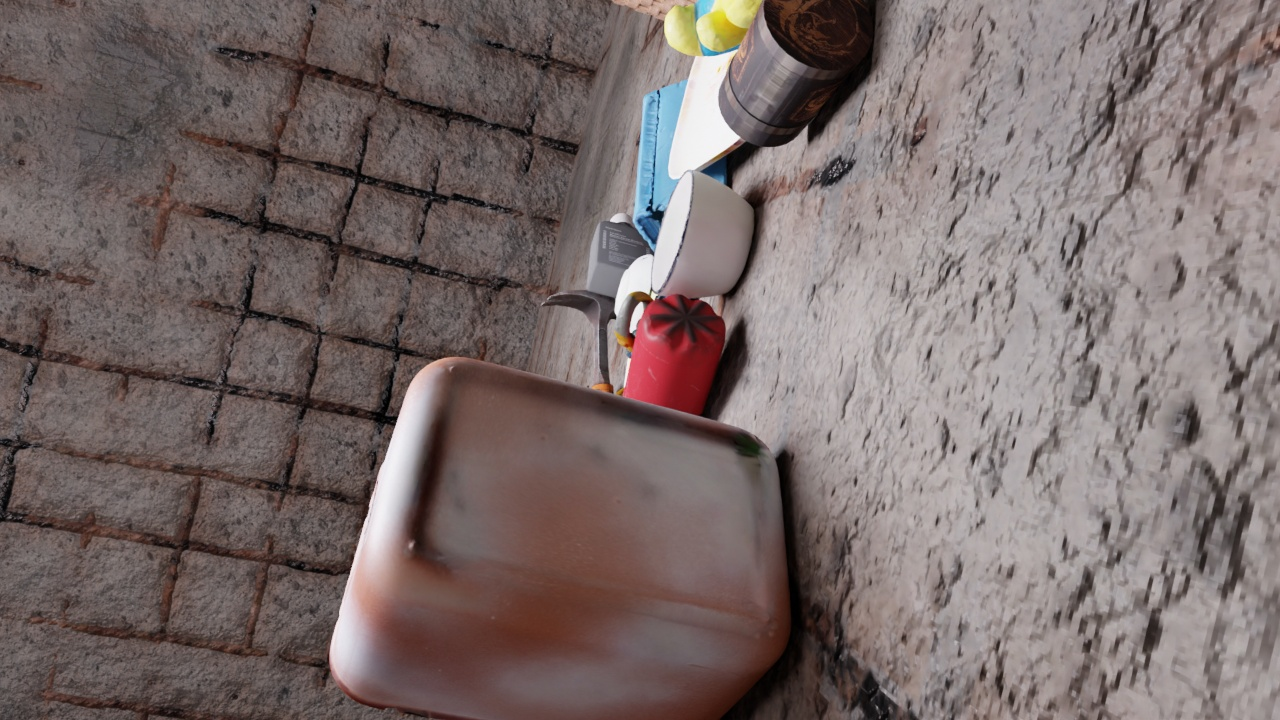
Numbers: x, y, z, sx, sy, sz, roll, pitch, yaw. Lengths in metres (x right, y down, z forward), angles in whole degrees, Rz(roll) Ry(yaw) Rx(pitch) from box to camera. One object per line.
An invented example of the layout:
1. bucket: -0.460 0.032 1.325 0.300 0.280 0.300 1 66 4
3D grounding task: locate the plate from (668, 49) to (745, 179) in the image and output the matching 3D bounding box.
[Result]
1. plate: 0.090 -0.272 0.891 0.187 0.016 0.186 -16 57 63

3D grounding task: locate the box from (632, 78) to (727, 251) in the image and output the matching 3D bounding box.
1. box: 0.063 -0.219 1.018 0.112 0.094 0.231 -18 43 23

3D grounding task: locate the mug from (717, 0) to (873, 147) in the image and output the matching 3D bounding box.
1. mug: 0.119 -0.228 0.675 0.115 0.080 0.107 -51 0 -22

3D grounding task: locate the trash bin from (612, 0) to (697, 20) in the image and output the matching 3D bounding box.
1. trash bin: 0.029 -0.440 0.977 0.151 0.210 0.151 -168 91 -78

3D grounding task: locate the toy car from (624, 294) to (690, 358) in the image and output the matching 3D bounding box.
1. toy car: 0.026 -0.049 0.951 0.120 0.043 0.056 -62 1 -17

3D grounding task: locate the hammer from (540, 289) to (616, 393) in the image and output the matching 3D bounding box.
1. hammer: -0.057 0.052 1.128 0.035 0.137 0.313 -35 48 46

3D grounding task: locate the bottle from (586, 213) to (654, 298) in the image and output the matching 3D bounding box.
1. bottle: -0.025 -0.145 1.236 0.173 0.083 0.046 -91 18 -55

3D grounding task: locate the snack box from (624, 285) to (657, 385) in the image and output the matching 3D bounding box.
1. snack box: 0.016 -0.043 1.057 0.132 0.027 0.167 122 159 -57

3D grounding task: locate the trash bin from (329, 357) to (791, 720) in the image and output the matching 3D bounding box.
1. trash bin: -0.044 0.124 0.589 0.158 0.259 0.181 119 161 -44

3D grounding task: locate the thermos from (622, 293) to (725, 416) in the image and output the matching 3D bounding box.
1. thermos: 0.017 0.051 0.829 0.073 0.073 0.240 -89 9 -47

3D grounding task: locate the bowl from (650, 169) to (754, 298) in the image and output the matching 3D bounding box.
1. bowl: 0.057 -0.108 0.827 0.116 0.065 0.116 -167 91 -79

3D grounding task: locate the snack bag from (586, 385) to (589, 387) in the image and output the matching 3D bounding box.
1. snack bag: -0.056 0.140 0.907 0.207 0.066 0.139 -113 27 -50

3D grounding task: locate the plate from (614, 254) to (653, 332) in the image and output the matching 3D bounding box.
1. plate: -0.011 -0.078 1.093 0.104 0.026 0.104 -168 91 -81

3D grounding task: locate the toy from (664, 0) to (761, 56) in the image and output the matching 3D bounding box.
1. toy: 0.102 -0.312 0.732 0.148 0.084 0.214 -55 15 -9

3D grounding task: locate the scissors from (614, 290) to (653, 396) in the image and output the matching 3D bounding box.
1. scissors: -0.005 0.006 0.850 0.224 0.016 0.230 -49 -22 -31
